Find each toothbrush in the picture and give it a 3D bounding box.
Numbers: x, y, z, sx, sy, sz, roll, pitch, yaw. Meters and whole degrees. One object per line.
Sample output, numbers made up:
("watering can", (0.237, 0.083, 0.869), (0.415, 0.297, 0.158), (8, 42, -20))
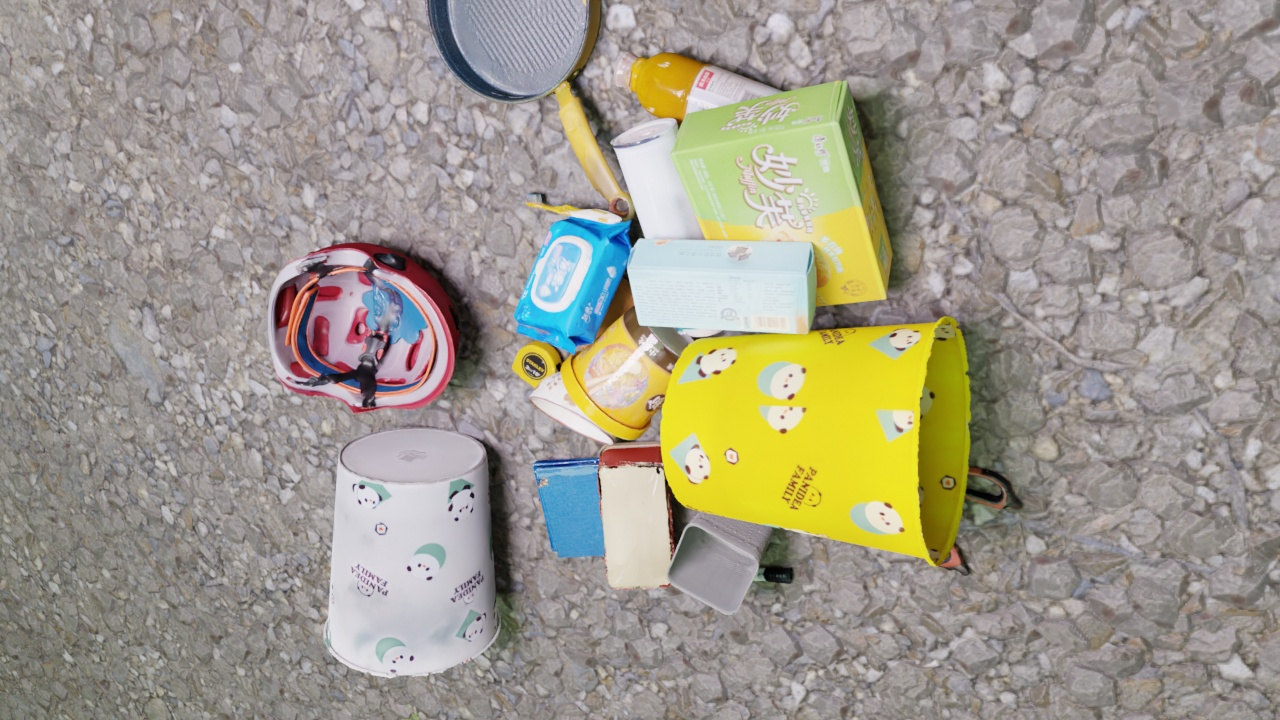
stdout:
("toothbrush", (-0.076, -0.165, 0.988), (0.191, 0.016, 0.018), (22, 124, 52))

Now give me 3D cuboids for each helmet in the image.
("helmet", (-0.322, -0.049, 1.131), (0.240, 0.143, 0.207), (15, 117, 3))

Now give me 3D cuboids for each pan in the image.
("pan", (-0.098, -0.303, 0.960), (0.198, 0.078, 0.357), (-32, 94, 31))

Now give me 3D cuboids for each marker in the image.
("marker", (0.122, 0.261, 1.116), (0.131, 0.018, 0.023), (-6, 116, 26))

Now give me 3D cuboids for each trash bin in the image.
("trash bin", (-0.293, 0.234, 1.190), (0.230, 0.229, 0.252), (11, 108, 21))
("trash bin", (0.174, 0.070, 0.907), (0.256, 0.228, 0.230), (2, 111, 30))

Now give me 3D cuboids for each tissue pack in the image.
("tissue pack", (-0.072, -0.090, 0.983), (0.095, 0.052, 0.157), (19, 83, 37))

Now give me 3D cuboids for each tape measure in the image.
("tape measure", (-0.123, 0.004, 1.121), (0.060, 0.028, 0.057), (34, 121, 9))

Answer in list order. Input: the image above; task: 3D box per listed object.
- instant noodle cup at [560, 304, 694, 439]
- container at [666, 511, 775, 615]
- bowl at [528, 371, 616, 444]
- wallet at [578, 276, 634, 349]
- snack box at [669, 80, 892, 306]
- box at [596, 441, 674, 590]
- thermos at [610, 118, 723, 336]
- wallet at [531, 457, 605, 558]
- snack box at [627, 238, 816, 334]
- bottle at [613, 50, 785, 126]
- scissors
("instant noodle cup", (-0.006, 0.006, 0.996), (0.118, 0.118, 0.115), (45, 110, 3))
("container", (0.099, 0.211, 1.050), (0.090, 0.114, 0.090), (27, 118, 13))
("bowl", (-0.069, 0.046, 1.082), (0.113, 0.113, 0.062), (23, 76, 15))
("wallet", (-0.048, -0.057, 1.061), (0.132, 0.031, 0.108), (41, 119, 2))
("snack box", (0.139, -0.145, 0.871), (0.158, 0.069, 0.210), (-5, 135, 26))
("box", (-0.006, 0.190, 1.097), (0.091, 0.080, 0.168), (-3, 109, 4))
("thermos", (0.040, -0.129, 0.937), (0.073, 0.073, 0.224), (-6, 119, 27))
("wallet", (-0.079, 0.188, 1.168), (0.106, 0.040, 0.133), (-5, 108, 18))
("snack box", (0.078, -0.072, 0.879), (0.175, 0.051, 0.074), (3, 136, 15))
("bottle", (0.064, -0.258, 0.909), (0.189, 0.067, 0.068), (25, 118, 14))
("scissors", (0.293, 0.146, 0.992), (0.189, 0.015, 0.226), (-34, 93, 31))
